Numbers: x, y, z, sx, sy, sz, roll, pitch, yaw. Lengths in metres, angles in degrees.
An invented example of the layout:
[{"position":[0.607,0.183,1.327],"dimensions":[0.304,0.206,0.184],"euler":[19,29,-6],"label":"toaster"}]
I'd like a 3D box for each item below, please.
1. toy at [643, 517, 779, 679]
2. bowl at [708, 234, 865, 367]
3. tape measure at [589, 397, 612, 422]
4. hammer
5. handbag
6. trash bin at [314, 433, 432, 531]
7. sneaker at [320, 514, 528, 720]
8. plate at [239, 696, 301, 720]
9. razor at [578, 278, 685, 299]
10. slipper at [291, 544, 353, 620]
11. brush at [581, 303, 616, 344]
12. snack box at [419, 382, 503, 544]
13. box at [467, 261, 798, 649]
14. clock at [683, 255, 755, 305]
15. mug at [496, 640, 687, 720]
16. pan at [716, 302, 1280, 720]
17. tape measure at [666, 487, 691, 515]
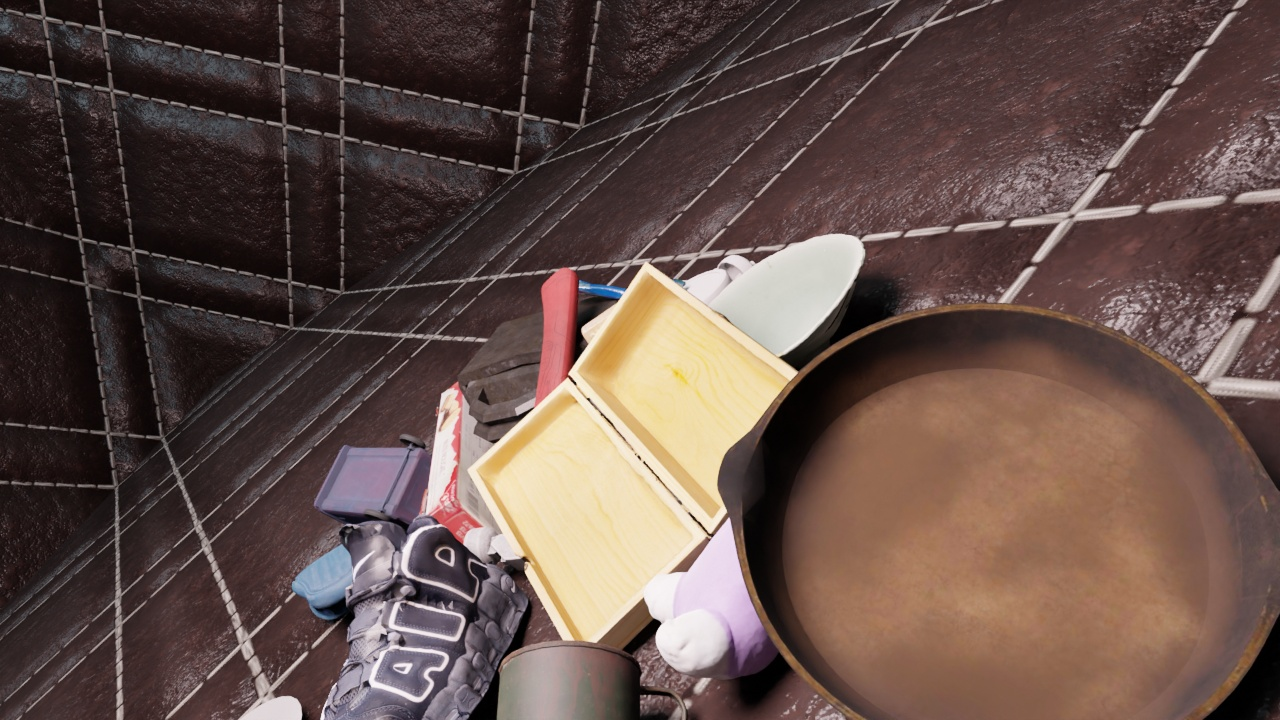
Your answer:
[{"position":[0.096,0.102,0.547],"dimensions":[0.209,0.085,0.137],"euler":[-45,4,-1],"label":"toy"},{"position":[0.129,-0.030,0.790],"dimensions":[0.174,0.068,0.174],"euler":[-31,24,16],"label":"bowl"},{"position":[-0.014,0.030,0.902],"dimensions":[0.065,0.064,0.017],"euler":[-47,23,-9],"label":"tape measure"},{"position":[-0.081,0.041,0.863],"dimensions":[0.126,0.036,0.315],"euler":[-10,54,19],"label":"hammer"},{"position":[-0.097,0.025,0.988],"dimensions":[0.198,0.102,0.198],"euler":[-13,24,32],"label":"handbag"},{"position":[-0.288,0.145,1.030],"dimensions":[0.161,0.092,0.093],"euler":[-5,55,43],"label":"trash bin"},{"position":[-0.181,0.190,0.666],"dimensions":[0.097,0.151,0.252],"euler":[-35,6,20],"label":"sneaker"},{"position":[-0.361,0.378,0.810],"dimensions":[0.173,0.019,0.172],"euler":[-32,22,15],"label":"plate"},{"position":[-0.022,-0.073,0.972],"dimensions":[0.141,0.018,0.043],"euler":[7,40,29],"label":"razor"},{"position":[-0.313,0.231,0.980],"dimensions":[0.103,0.059,0.214],"euler":[-37,7,-23],"label":"slipper"},{"position":[-0.005,0.005,0.861],"dimensions":[0.049,0.117,0.039],"euler":[-34,2,7],"label":"brush"},{"position":[-0.186,0.108,0.987],"dimensions":[0.044,0.076,0.272],"euler":[-37,24,9],"label":"snack box"},{"position":[-0.004,0.067,0.714],"dimensions":[0.257,0.076,0.247],"euler":[-44,37,-1],"label":"box"},{"position":[0.068,-0.054,0.958],"dimensions":[0.120,0.061,0.158],"euler":[-23,21,33],"label":"clock"},{"position":[-0.027,0.216,0.523],"dimensions":[0.111,0.085,0.081],"euler":[2,48,-4],"label":"mug"},{"position":[0.143,0.130,0.400],"dimensions":[0.249,0.043,0.355],"euler":[5,58,22],"label":"pan"},{"position":[0.049,0.093,0.733],"dimensions":[0.060,0.020,0.062],"euler":[-28,23,23],"label":"tape measure"}]
